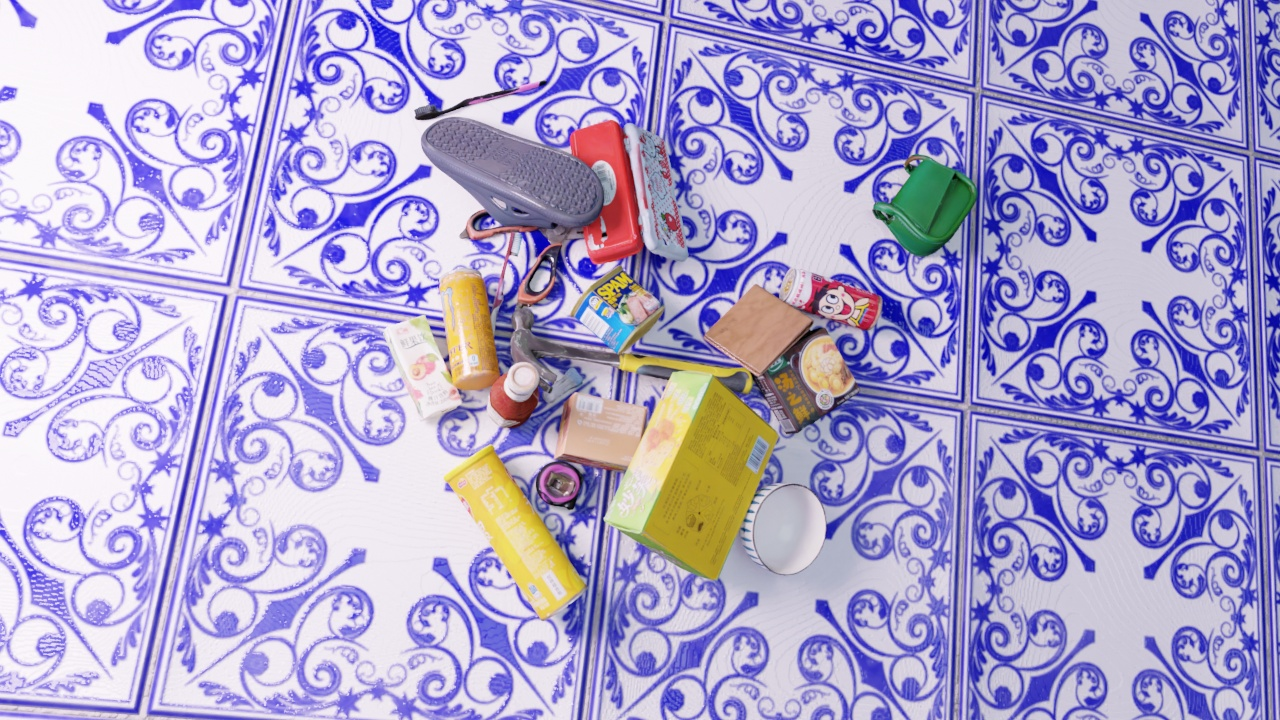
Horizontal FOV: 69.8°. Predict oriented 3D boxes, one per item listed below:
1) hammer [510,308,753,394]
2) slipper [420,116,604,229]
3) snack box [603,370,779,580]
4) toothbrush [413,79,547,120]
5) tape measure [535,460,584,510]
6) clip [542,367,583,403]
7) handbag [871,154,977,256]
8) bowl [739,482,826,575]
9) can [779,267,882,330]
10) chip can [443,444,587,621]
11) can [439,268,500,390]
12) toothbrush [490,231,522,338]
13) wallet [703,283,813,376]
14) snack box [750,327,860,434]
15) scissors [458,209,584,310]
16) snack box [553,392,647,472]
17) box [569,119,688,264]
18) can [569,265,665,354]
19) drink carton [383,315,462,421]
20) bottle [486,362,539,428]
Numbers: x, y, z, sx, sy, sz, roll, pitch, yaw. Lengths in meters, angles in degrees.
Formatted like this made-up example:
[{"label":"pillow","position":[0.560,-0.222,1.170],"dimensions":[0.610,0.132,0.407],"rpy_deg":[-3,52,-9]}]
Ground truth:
[{"label":"hammer","position":[-0.007,0.007,1.184],"dimensions":[0.323,0.032,0.126],"rpy_deg":[10,40,-16]},{"label":"slipper","position":[-0.163,-0.231,1.188],"dimensions":[0.268,0.083,0.110],"rpy_deg":[27,54,16]},{"label":"snack box","position":[0.067,0.140,1.120],"dimensions":[0.157,0.070,0.209],"rpy_deg":[39,69,-37]},{"label":"toothbrush","position":[-0.215,-0.356,1.240],"dimensions":[0.189,0.014,0.017],"rpy_deg":[-21,72,-16]},{"label":"tape measure","position":[-0.102,0.155,1.151],"dimensions":[0.058,0.039,0.057],"rpy_deg":[24,75,-7]},{"label":"clip","position":[-0.102,0.034,1.185],"dimensions":[0.058,0.043,0.027],"rpy_deg":[-35,91,-9]},{"label":"handbag","position":[0.411,-0.225,1.329],"dimensions":[0.120,0.068,0.131],"rpy_deg":[38,75,4]},{"label":"bowl","position":[0.174,0.212,1.179],"dimensions":[0.116,0.066,0.116],"rpy_deg":[0,90,-28]},{"label":"can","position":[0.263,-0.085,1.271],"dimensions":[0.132,0.053,0.053],"rpy_deg":[17,76,-9]},{"label":"chip can","position":[-0.151,0.208,1.113],"dimensions":[0.072,0.072,0.213],"rpy_deg":[-35,88,-16]},{"label":"can","position":[-0.214,-0.038,1.143],"dimensions":[0.058,0.058,0.146],"rpy_deg":[-8,70,-14]},{"label":"toothbrush","position":[-0.180,-0.074,1.180],"dimensions":[0.017,0.016,0.187],"rpy_deg":[13,84,-12]},{"label":"wallet","position":[0.158,-0.042,1.232],"dimensions":[0.101,0.020,0.115],"rpy_deg":[35,67,27]},{"label":"snack box","position":[0.216,0.019,1.246],"dimensions":[0.113,0.053,0.125],"rpy_deg":[-31,92,-16]},{"label":"scissors","position":[-0.128,-0.167,1.222],"dimensions":[0.189,0.015,0.225],"rpy_deg":[31,73,-5]},{"label":"snack box","position":[-0.051,0.092,1.145],"dimensions":[0.092,0.094,0.077],"rpy_deg":[12,77,-10]},{"label":"box","position":[-0.013,-0.224,1.217],"dimensions":[0.154,0.074,0.201],"rpy_deg":[-4,68,-15]},{"label":"can","position":[-0.027,-0.064,1.179],"dimensions":[0.083,0.057,0.101],"rpy_deg":[41,41,6]},{"label":"drink carton","position":[-0.271,0.010,1.138],"dimensions":[0.053,0.046,0.122],"rpy_deg":[-23,87,-25]},{"label":"bottle","position":[-0.146,0.038,1.077],"dimensions":[0.059,0.206,0.059],"rpy_deg":[3,77,-12]}]
